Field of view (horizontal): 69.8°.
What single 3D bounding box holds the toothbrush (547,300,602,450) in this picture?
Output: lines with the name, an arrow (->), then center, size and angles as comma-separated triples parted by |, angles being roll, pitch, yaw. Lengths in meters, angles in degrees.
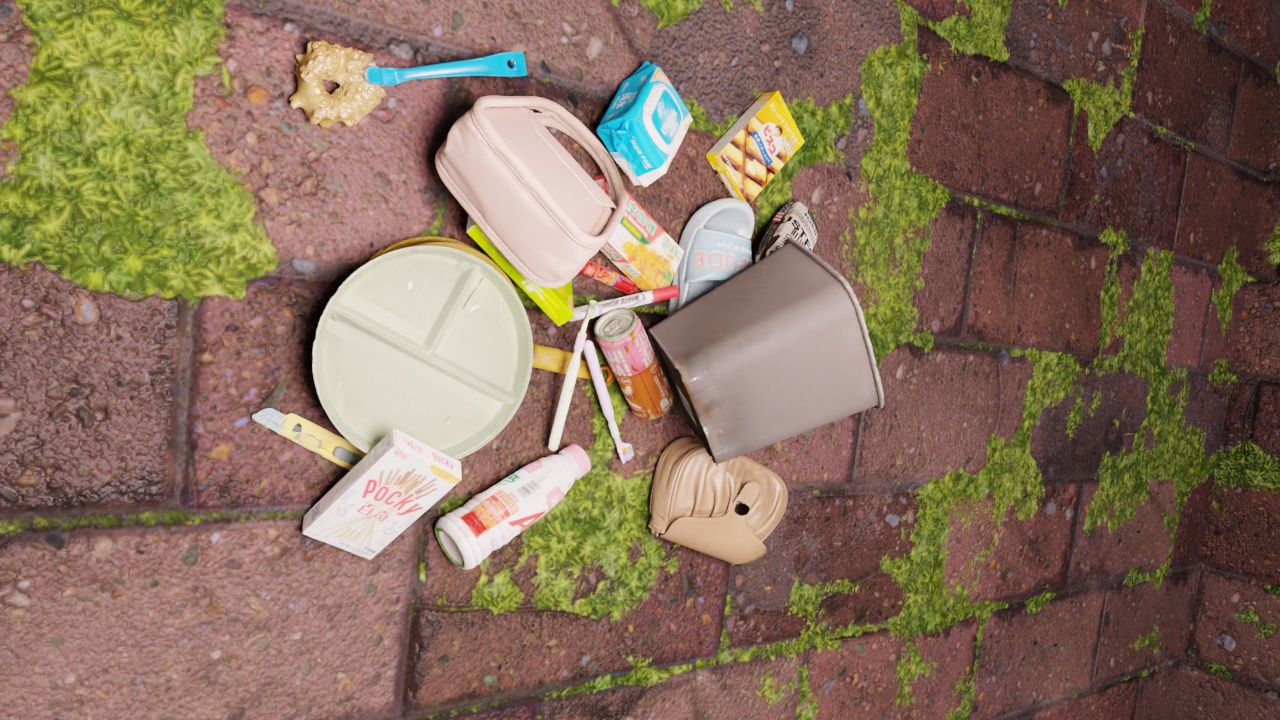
toothbrush -> -0.079, 0.021, 1.078 | 0.020, 0.029, 0.190 | 15, 106, -11

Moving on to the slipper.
slipper -> 0.096, -0.096, 1.204 | 0.104, 0.074, 0.245 | 14, 90, -37

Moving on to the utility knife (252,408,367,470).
utility knife -> -0.324, 0.092, 0.959 | 0.176, 0.019, 0.031 | 35, 70, -31

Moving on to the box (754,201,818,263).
box -> 0.189, -0.162, 1.263 | 0.075, 0.076, 0.163 | 58, 44, -25

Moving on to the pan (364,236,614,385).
pan -> -0.163, -0.017, 1.040 | 0.357, 0.078, 0.197 | 16, 91, -31

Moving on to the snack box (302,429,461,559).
snack box -> -0.266, 0.141, 0.944 | 0.157, 0.026, 0.084 | -41, 128, 20

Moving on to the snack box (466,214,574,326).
snack box -> -0.131, -0.116, 1.025 | 0.026, 0.085, 0.156 | -32, 123, 17

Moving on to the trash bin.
trash bin -> 0.147, -0.002, 1.125 | 0.219, 0.199, 0.199 | -27, 121, -4

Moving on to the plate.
plate -> -0.221, -0.004, 0.946 | 0.229, 0.027, 0.230 | -6, 102, -28

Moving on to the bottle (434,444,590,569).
bottle -> -0.143, 0.164, 1.074 | 0.196, 0.068, 0.068 | -33, 116, -32

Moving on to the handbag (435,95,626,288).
handbag -> -0.092, -0.202, 0.995 | 0.193, 0.094, 0.233 | 49, 36, -7

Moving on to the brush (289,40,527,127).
brush -> -0.231, -0.291, 0.936 | 0.254, 0.046, 0.083 | -17, 104, -28

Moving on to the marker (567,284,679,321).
marker -> -0.023, -0.070, 1.123 | 0.145, 0.017, 0.017 | -14, 107, -12

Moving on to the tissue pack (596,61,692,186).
tissue pack -> 0.008, -0.282, 1.092 | 0.090, 0.063, 0.139 | 51, 44, -32

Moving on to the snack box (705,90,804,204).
snack box -> 0.157, -0.288, 1.245 | 0.140, 0.034, 0.087 | -50, 123, -22

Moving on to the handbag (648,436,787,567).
handbag -> 0.109, 0.194, 1.245 | 0.204, 0.100, 0.147 | 26, 85, -33

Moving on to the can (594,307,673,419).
can -> -0.007, 0.007, 1.136 | 0.057, 0.058, 0.147 | -45, 133, -23

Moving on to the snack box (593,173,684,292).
snack box -> -0.012, -0.151, 1.132 | 0.155, 0.027, 0.076 | 41, 58, -34

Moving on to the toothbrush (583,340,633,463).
toothbrush -> -0.041, 0.052, 1.136 | 0.029, 0.021, 0.189 | -60, 143, -44

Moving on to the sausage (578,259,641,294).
sausage -> -0.058, -0.110, 1.119 | 0.155, 0.020, 0.020 | 21, 84, -37
